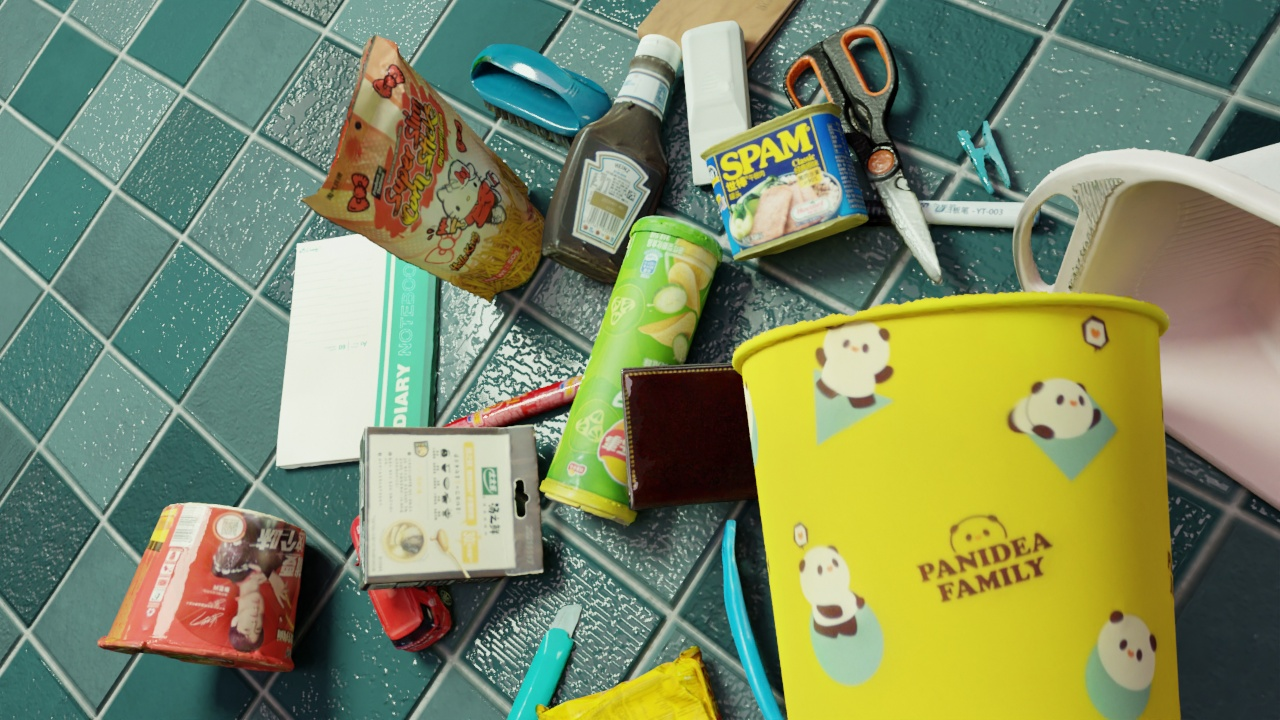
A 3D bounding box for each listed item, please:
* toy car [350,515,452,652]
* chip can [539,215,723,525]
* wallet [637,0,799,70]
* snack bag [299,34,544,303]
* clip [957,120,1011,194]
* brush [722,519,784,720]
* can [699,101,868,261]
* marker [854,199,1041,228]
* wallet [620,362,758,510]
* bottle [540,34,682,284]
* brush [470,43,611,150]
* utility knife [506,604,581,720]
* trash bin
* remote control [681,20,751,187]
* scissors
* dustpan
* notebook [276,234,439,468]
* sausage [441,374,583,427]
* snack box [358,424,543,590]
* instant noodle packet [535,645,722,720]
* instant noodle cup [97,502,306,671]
[{"bbox_3d":[-0.186,0.162,0.703,0.053,0.045,0.120,-34,64,7],"label":"toy car"},{"bbox_3d":[-0.004,0.004,0.666,0.073,0.072,0.221,15,80,24],"label":"chip can"},{"bbox_3d":[0.069,-0.290,0.755,0.101,0.020,0.115,35,87,23],"label":"wallet"},{"bbox_3d":[-0.152,-0.128,0.686,0.073,0.208,0.128,13,78,28],"label":"snack bag"},{"bbox_3d":[0.243,-0.143,0.648,0.046,0.014,0.057,-21,67,12],"label":"clip"},{"bbox_3d":[0.080,0.224,0.577,0.046,0.083,0.254,-9,63,-6],"label":"brush"},{"bbox_3d":[0.103,-0.125,0.655,0.102,0.057,0.083,-17,87,28],"label":"can"},{"bbox_3d":[0.211,-0.102,0.646,0.131,0.018,0.022,7,85,23],"label":"marker"},{"bbox_3d":[0.049,0.049,0.625,0.122,0.020,0.096,-3,80,-11],"label":"wallet"},{"bbox_3d":[-0.014,-0.161,0.719,0.044,0.080,0.194,-2,67,67],"label":"bottle"},{"bbox_3d":[-0.086,-0.227,0.764,0.144,0.073,0.055,30,77,25],"label":"brush"},{"bbox_3d":[-0.080,0.254,0.653,0.029,0.013,0.171,19,78,22],"label":"utility knife"},{"bbox_3d":[0.171,0.115,0.494,0.230,0.229,0.255,-6,78,19],"label":"trash bin"},{"bbox_3d":[0.060,-0.200,0.715,0.049,0.024,0.125,-6,88,20],"label":"remote control"},{"bbox_3d":[0.159,-0.142,0.668,0.125,0.021,0.234,-8,70,28],"label":"scissors"},{"bbox_3d":[0.319,0.007,0.471,0.139,0.223,0.273,-18,56,1],"label":"dustpan"},{"bbox_3d":[-0.242,-0.016,0.795,0.150,0.012,0.209,-7,72,18],"label":"notebook"},{"bbox_3d":[-0.098,0.039,0.720,0.156,0.020,0.020,-20,68,14],"label":"sausage"},{"bbox_3d":[-0.142,0.107,0.678,0.125,0.053,0.113,2,70,-22],"label":"snack box"},{"bbox_3d":[-0.003,0.262,0.604,0.128,0.044,0.110,-24,61,9],"label":"instant noodle packet"},{"bbox_3d":[-0.324,0.176,0.707,0.138,0.138,0.108,-2,65,20],"label":"instant noodle cup"}]
